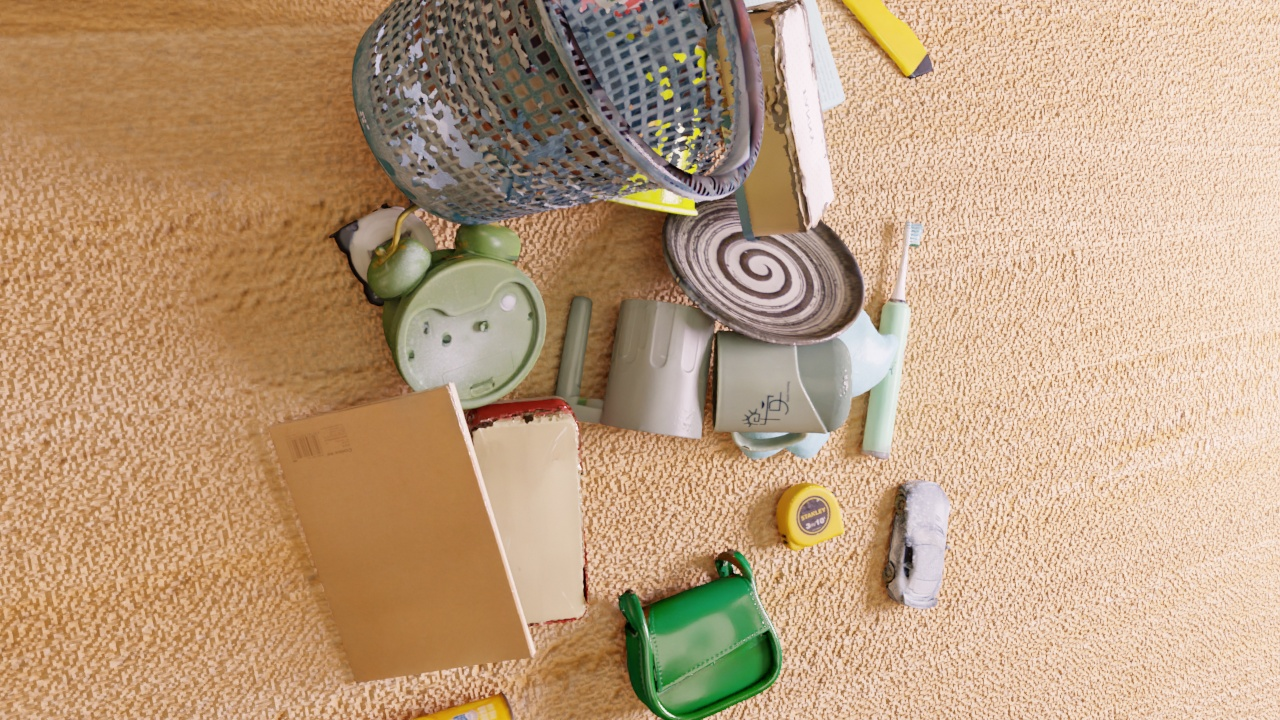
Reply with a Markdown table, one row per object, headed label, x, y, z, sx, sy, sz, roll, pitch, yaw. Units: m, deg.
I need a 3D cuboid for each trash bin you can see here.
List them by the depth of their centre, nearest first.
| label | x | y | z | sx | sy | sz | roll | pitch | yaw |
| --- | --- | --- | --- | --- | --- | --- | --- | --- | --- |
| trash bin | -0.062 | -0.183 | 0.573 | 0.226 | 0.196 | 0.226 | 22 | 61 | -48 |

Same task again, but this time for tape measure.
| label | x | y | z | sx | sy | sz | roll | pitch | yaw |
| --- | --- | --- | --- | --- | --- | --- | --- | --- | --- |
| tape measure | -0.187 | -0.081 | 0.685 | 0.066 | 0.034 | 0.066 | -33 | 105 | -16 |
| tape measure | 0.150 | 0.139 | 0.830 | 0.060 | 0.029 | 0.057 | -17 | 100 | -20 |

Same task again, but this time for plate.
| label | x | y | z | sx | sy | sz | roll | pitch | yaw |
| --- | --- | --- | --- | --- | --- | --- | --- | --- | --- |
| plate | 0.099 | -0.077 | 0.759 | 0.179 | 0.024 | 0.179 | 11 | 49 | -13 |

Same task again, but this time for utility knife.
| label | x | y | z | sx | sy | sz | roll | pitch | yaw |
| --- | --- | --- | --- | --- | --- | --- | --- | --- | --- |
| utility knife | 0.194 | -0.334 | 0.829 | 0.215 | 0.015 | 0.033 | 41 | 79 | -21 |

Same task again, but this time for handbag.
| label | x | y | z | sx | sy | sz | roll | pitch | yaw |
| --- | --- | --- | --- | --- | --- | --- | --- | --- | --- |
| handbag | 0.049 | 0.234 | 0.780 | 0.131 | 0.068 | 0.120 | -15 | 91 | -19 |

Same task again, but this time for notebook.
| label | x | y | z | sx | sy | sz | roll | pitch | yaw |
| --- | --- | --- | --- | --- | --- | --- | --- | --- | --- |
| notebook | -0.175 | 0.131 | 0.669 | 0.150 | 0.012 | 0.211 | -13 | 100 | 14 |

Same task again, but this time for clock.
| label | x | y | z | sx | sy | sz | roll | pitch | yaw |
| --- | --- | --- | --- | --- | --- | --- | --- | --- | --- |
| clock | -0.135 | -0.042 | 0.669 | 0.116 | 0.056 | 0.161 | -22 | 124 | -26 |

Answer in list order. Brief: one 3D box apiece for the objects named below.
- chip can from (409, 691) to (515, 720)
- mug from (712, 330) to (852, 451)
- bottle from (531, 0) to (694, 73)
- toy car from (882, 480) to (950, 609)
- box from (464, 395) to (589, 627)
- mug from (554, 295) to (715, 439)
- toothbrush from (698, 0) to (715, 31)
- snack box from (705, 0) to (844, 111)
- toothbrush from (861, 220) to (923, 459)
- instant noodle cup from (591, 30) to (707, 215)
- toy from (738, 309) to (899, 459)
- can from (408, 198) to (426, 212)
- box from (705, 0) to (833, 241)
| label | x | y | z | sx | sy | sz | roll | pitch | yaw |
| --- | --- | --- | --- | --- | --- | --- | --- | --- | --- |
| chip can | -0.197 | 0.311 | 0.680 | 0.213 | 0.072 | 0.072 | -9 | 96 | -21 |
| mug | 0.113 | 0.030 | 0.756 | 0.106 | 0.082 | 0.112 | 1 | 124 | 1 |
| bottle | -0.030 | -0.277 | 0.719 | 0.196 | 0.068 | 0.068 | -35 | 104 | -15 |
| toy car | 0.267 | 0.175 | 0.874 | 0.054 | 0.037 | 0.120 | 9 | 86 | -21 |
| box | -0.083 | 0.117 | 0.696 | 0.091 | 0.077 | 0.168 | -5 | 103 | -12 |
| mug | -0.004 | 0.004 | 0.743 | 0.124 | 0.083 | 0.103 | 9 | 88 | 3 |
| toothbrush | 0.069 | -0.247 | 0.749 | 0.017 | 0.012 | 0.186 | -43 | 131 | -23 |
| snack box | 0.107 | -0.286 | 0.779 | 0.074 | 0.052 | 0.175 | -24 | 101 | -17 |
| toothbrush | 0.235 | -0.020 | 0.857 | 0.027 | 0.026 | 0.224 | 8 | 89 | 4 |
| instant noodle cup | 0.001 | -0.182 | 0.698 | 0.111 | 0.112 | 0.123 | 7 | 103 | -22 |
| toy | 0.152 | 0.012 | 0.814 | 0.161 | 0.050 | 0.156 | 2 | 98 | -12 |
| can | -0.148 | -0.180 | 0.684 | 0.053 | 0.053 | 0.134 | -2 | 93 | -21 |
| box | 0.105 | -0.179 | 0.717 | 0.089 | 0.061 | 0.184 | -49 | 134 | -52 |
